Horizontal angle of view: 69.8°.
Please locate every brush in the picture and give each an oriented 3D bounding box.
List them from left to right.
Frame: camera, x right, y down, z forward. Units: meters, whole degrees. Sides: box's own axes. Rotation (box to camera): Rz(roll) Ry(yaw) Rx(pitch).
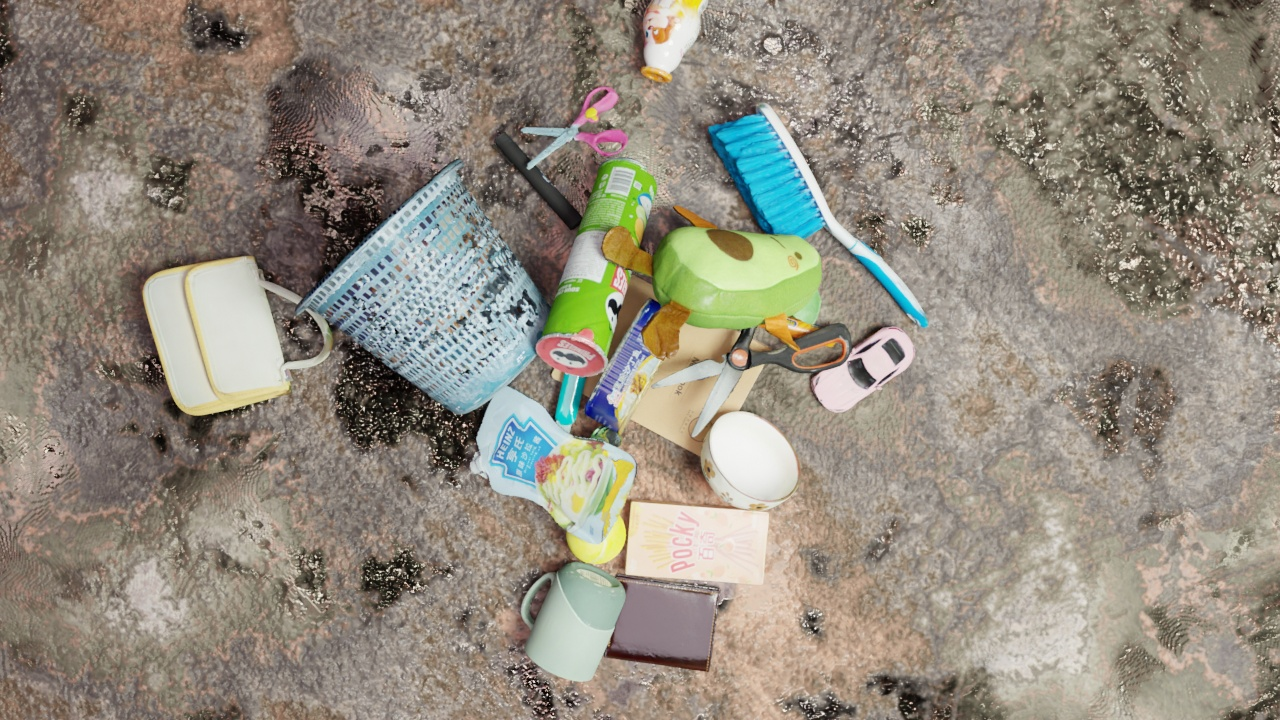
[{"bbox_3d":[0.197,-0.146,1.012,0.109,0.060,0.314,-31,95,-2],"label":"brush"}]

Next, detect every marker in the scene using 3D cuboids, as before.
[{"bbox_3d":[-0.114,-0.199,1.022,0.022,0.020,0.132,-42,92,0],"label":"marker"}]

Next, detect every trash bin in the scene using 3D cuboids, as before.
[{"bbox_3d":[-0.203,-0.060,0.947,0.226,0.226,0.195,-42,105,1],"label":"trash bin"}]

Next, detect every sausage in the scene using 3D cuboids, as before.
[{"bbox_3d":[0.147,-0.045,1.029,0.165,0.021,0.021,17,92,-1],"label":"sausage"}]

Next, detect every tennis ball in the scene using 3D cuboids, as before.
[{"bbox_3d":[-0.049,0.192,1.016,0.065,0.065,0.065,0,92,0],"label":"tennis ball"}]

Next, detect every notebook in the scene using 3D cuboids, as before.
[{"bbox_3d":[0.024,0.002,1.037,0.207,0.008,0.148,28,92,-1],"label":"notebook"}]

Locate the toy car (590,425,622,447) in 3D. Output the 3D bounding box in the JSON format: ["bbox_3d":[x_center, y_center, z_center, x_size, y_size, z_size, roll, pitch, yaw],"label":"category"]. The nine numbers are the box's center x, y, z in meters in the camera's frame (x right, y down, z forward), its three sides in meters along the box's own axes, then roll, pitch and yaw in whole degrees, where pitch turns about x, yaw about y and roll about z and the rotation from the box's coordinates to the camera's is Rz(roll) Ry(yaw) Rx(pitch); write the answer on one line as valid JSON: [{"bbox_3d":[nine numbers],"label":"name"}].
[{"bbox_3d":[-0.051,0.114,1.023,0.036,0.043,0.091,25,101,24],"label":"toy car"}]

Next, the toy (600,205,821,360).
[{"bbox_3d":[0.087,-0.085,0.928,0.246,0.090,0.227,-10,55,-32],"label":"toy"}]

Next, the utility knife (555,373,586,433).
[{"bbox_3d":[-0.077,0.027,1.026,0.029,0.013,0.209,13,89,-2],"label":"utility knife"}]

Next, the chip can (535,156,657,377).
[{"bbox_3d":[-0.041,-0.101,0.945,0.072,0.072,0.235,16,60,-1],"label":"chip can"}]

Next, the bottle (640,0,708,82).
[{"bbox_3d":[0.032,-0.359,0.994,0.063,0.063,0.108,17,92,-1],"label":"bottle"}]

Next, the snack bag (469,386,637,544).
[{"bbox_3d":[-0.101,0.113,1.001,0.191,0.038,0.110,26,102,22],"label":"snack bag"}]

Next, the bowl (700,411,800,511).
[{"bbox_3d":[0.112,0.119,1.006,0.113,0.113,0.062,33,133,-2],"label":"bowl"}]

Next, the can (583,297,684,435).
[{"bbox_3d":[-0.006,0.006,0.996,0.049,0.074,0.148,30,91,2],"label":"can"}]

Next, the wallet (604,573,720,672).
[{"bbox_3d":[0.025,0.299,1.045,0.122,0.020,0.096,8,87,1],"label":"wallet"}]

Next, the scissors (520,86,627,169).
[{"bbox_3d":[-0.068,-0.247,1.004,0.133,0.017,0.128,-41,62,-7],"label":"scissors"}]

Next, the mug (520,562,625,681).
[{"bbox_3d":[-0.081,0.280,1.019,0.112,0.082,0.106,24,93,30],"label":"mug"}]

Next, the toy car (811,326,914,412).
[{"bbox_3d":[0.249,0.010,1.025,0.122,0.037,0.056,-36,91,2],"label":"toy car"}]

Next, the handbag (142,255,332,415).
[{"bbox_3d":[-0.437,-0.034,1.011,0.178,0.063,0.163,-14,94,-3],"label":"handbag"}]

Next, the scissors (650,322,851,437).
[{"bbox_3d":[0.129,-0.012,0.996,0.222,0.022,0.220,14,76,-2],"label":"scissors"}]

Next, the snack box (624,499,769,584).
[{"bbox_3d":[0.063,0.205,1.037,0.157,0.026,0.084,4,92,-1],"label":"snack box"}]
